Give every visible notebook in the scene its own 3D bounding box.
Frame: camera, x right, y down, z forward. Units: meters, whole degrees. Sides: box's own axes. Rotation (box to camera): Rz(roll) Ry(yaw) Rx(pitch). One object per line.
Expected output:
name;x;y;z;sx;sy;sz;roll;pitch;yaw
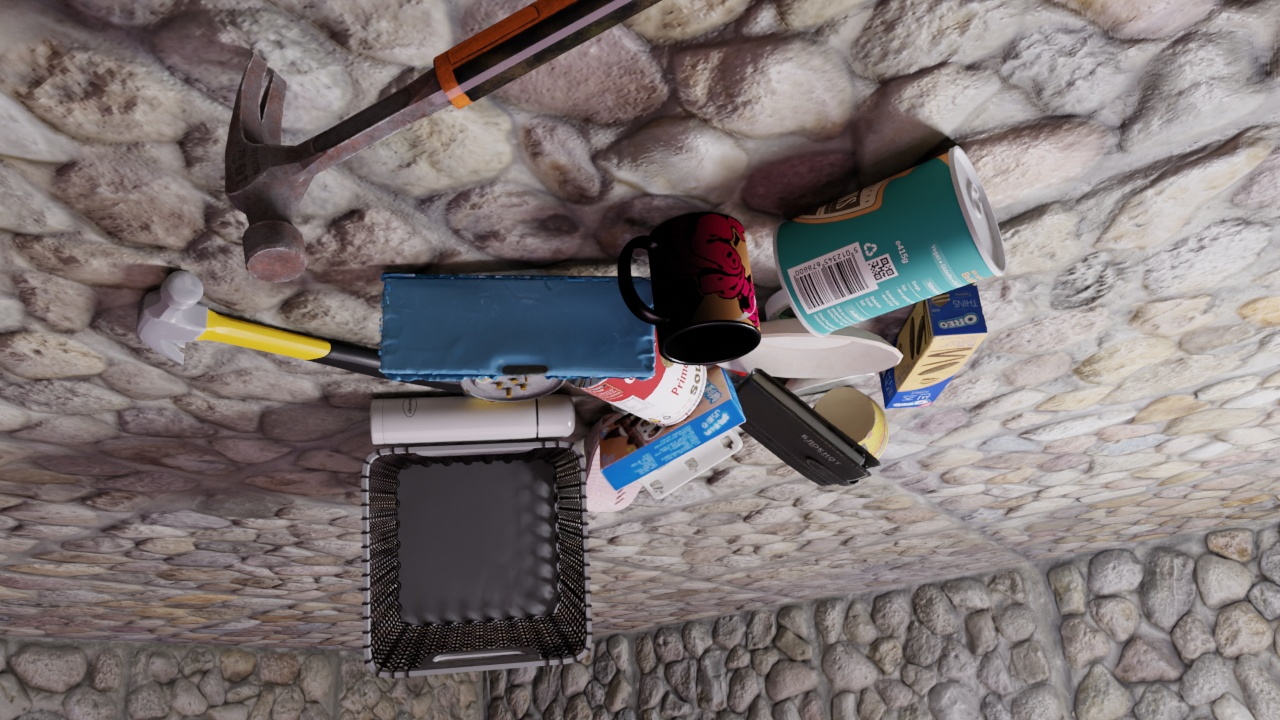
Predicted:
notebook;0.171;0.083;1.023;0.169;0.029;0.209;38;171;5

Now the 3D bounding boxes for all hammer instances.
hammer;-0.302;-0.008;0.869;0.323;0.029;0.127;16;149;-43
hammer;-0.084;-0.166;0.485;0.315;0.137;0.035;-25;153;10

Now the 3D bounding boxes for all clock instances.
clock;-0.131;0.009;0.910;0.103;0.056;0.148;5;153;-23

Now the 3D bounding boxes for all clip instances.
clip;0.024;0.066;1.030;0.126;0.152;0.099;-35;-167;9

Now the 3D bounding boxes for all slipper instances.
slipper;-0.026;0.114;1.171;0.094;0.064;0.240;6;142;-16

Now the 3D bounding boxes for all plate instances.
plate;0.157;-0.014;0.895;0.189;0.027;0.189;3;168;1
plate;0.207;0.017;1.026;0.104;0.026;0.104;-12;172;-2

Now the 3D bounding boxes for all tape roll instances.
tape roll;0.169;-0.051;0.886;0.094;0.018;0.094;-4;157;-2

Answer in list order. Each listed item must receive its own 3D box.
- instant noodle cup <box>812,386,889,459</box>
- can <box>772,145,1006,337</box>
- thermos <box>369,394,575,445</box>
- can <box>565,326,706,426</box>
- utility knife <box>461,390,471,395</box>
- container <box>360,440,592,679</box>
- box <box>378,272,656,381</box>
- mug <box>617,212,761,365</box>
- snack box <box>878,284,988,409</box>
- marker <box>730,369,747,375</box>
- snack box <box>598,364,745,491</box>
instant noodle cup;0.239;0.072;1.069;0.100;0.100;0.112;-11;163;12
can;0.189;-0.087;0.702;0.144;0.099;0.099;-21;153;31
thermos;-0.186;0.066;1.033;0.224;0.052;0.052;-1;157;-10
can;-0.005;0.005;0.876;0.087;0.086;0.116;-23;146;34
utility knife;-0.095;0.012;0.982;0.217;0.019;0.030;-14;165;12
container;-0.198;0.229;1.123;0.247;0.245;0.244;-2;173;-10
box;-0.101;-0.027;0.768;0.231;0.093;0.054;1;-173;-4
mug;0.035;-0.059;0.735;0.118;0.098;0.082;9;153;-30
snack box;0.303;-0.007;0.969;0.056;0.057;0.207;-4;157;0
marker;0.074;-0.014;0.946;0.024;0.021;0.145;0;163;32
snack box;0.029;0.067;0.939;0.151;0.087;0.034;-30;112;9
